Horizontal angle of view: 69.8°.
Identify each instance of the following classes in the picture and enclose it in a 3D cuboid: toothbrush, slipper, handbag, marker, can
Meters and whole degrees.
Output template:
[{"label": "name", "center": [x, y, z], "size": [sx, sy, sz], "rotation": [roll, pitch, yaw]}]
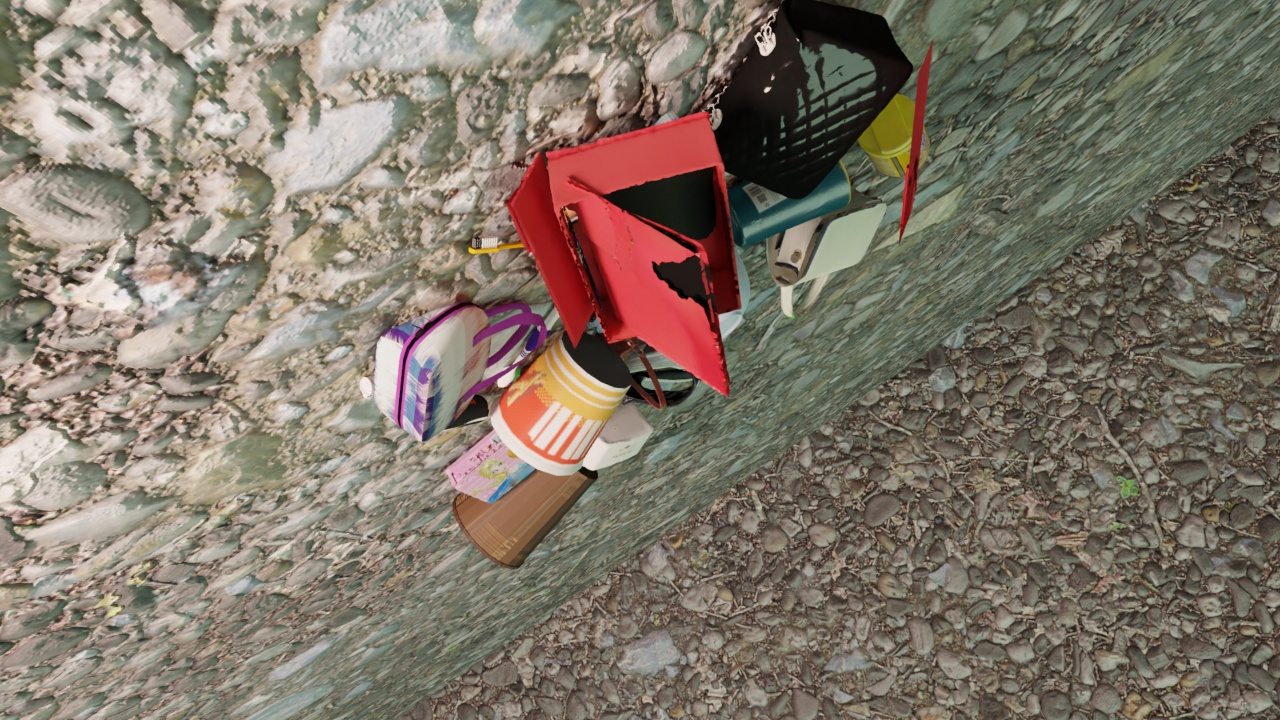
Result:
[{"label": "toothbrush", "center": [-0.021, -0.158, 0.758], "size": [0.135, 0.017, 0.021], "rotation": [-37, 160, 16]}, {"label": "slipper", "center": [0.024, 0.029, 1.199], "size": [0.111, 0.063, 0.263], "rotation": [-9, 171, 14]}, {"label": "handbag", "center": [0.211, -0.130, 1.137], "size": [0.150, 0.074, 0.176], "rotation": [-22, 141, -42]}, {"label": "toothbrush", "center": [-0.104, -0.028, 0.955], "size": [0.016, 0.015, 0.187], "rotation": [-22, 159, -50]}, {"label": "marker", "center": [-0.206, 0.016, 0.872], "size": [0.133, 0.017, 0.020], "rotation": [-13, 125, -51]}, {"label": "handbag", "center": [0.122, -0.229, 0.755], "size": [0.125, 0.114, 0.154], "rotation": [6, 145, -30]}, {"label": "handbag", "center": [-0.006, 0.006, 1.050], "size": [0.029, 0.119, 0.056], "rotation": [-19, 157, -43]}, {"label": "handbag", "center": [-0.155, -0.005, 0.843], "size": [0.169, 0.068, 0.145], "rotation": [-30, 148, -44]}, {"label": "can", "center": [-0.199, 0.057, 0.977], "size": [0.080, 0.031, 0.032], "rotation": [-12, 152, -52]}, {"label": "can", "center": [0.275, -0.242, 0.995], "size": [0.068, 0.067, 0.105], "rotation": [-40, 163, 16]}, {"label": "toothbrush", "center": [-0.065, -0.105, 0.796], "size": [0.196, 0.031, 0.031], "rotation": [-14, 123, -42]}]

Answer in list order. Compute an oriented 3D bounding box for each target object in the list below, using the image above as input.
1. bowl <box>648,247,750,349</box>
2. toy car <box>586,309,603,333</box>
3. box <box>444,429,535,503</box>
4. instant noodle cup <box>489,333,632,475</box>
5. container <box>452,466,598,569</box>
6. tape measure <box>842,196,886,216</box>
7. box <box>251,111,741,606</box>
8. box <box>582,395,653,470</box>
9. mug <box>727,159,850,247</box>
[{"label": "bowl", "center": [0.074, -0.062, 1.094], "size": [0.150, 0.074, 0.151], "rotation": [-32, 164, -11]}, {"label": "toy car", "center": [-0.015, -0.066, 0.996], "size": [0.108, 0.027, 0.060], "rotation": [-44, 161, 29]}, {"label": "box", "center": [-0.137, 0.098, 1.154], "size": [0.231, 0.063, 0.084], "rotation": [-39, 163, 15]}, {"label": "instant noodle cup", "center": [-0.082, 0.041, 1.020], "size": [0.121, 0.123, 0.123], "rotation": [-51, 158, 23]}, {"label": "container", "center": [-0.153, 0.181, 1.263], "size": [0.167, 0.132, 0.132], "rotation": [-44, 162, 9]}, {"label": "tape measure", "center": [0.294, -0.194, 1.221], "size": [0.059, 0.036, 0.065], "rotation": [-27, 168, 6]}, {"label": "box", "center": [-0.091, -0.009, 0.724], "size": [0.424, 0.128, 0.213], "rotation": [-41, 152, -13]}, {"label": "box", "center": [-0.063, 0.103, 1.239], "size": [0.107, 0.102, 0.102], "rotation": [-13, 142, -51]}, {"label": "mug", "center": [0.144, -0.168, 0.946], "size": [0.121, 0.078, 0.078], "rotation": [-27, 162, -8]}]
